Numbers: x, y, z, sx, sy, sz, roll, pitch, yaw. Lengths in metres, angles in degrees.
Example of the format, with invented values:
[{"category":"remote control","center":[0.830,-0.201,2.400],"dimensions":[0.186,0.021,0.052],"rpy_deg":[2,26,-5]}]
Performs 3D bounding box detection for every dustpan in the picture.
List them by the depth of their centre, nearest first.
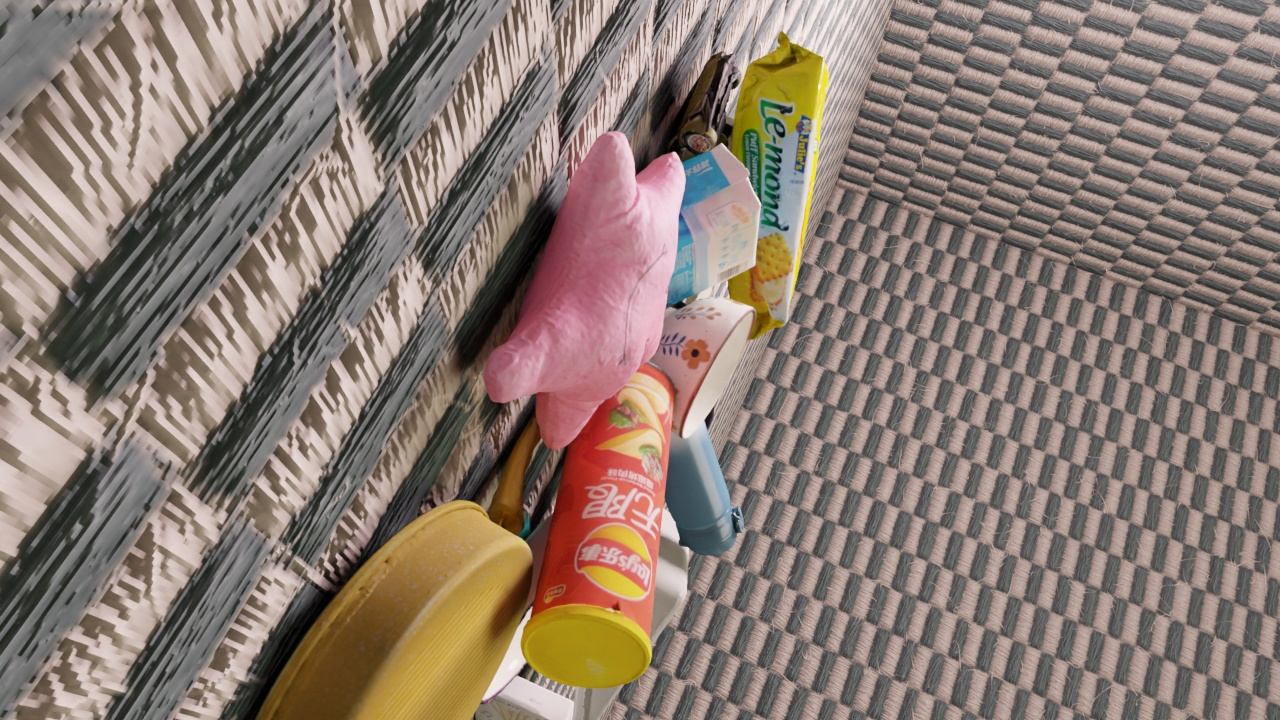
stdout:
[{"category":"dustpan","center":[-0.044,0.225,0.958],"dimensions":[0.258,0.142,0.222],"rpy_deg":[-54,-176,13]}]

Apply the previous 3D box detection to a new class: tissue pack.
[{"category":"tissue pack","center":[0.035,-0.096,0.676],"dimensions":[0.090,0.063,0.140],"rpy_deg":[-25,163,-3]}]

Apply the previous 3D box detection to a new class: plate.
[{"category":"plate","center":[-0.080,0.178,0.726],"dimensions":[0.192,0.039,0.193],"rpy_deg":[-53,168,-17]}]

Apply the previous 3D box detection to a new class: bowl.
[{"category":"bowl","center":[0.036,-0.003,0.706],"dimensions":[0.113,0.062,0.114],"rpy_deg":[-54,164,-23]}]

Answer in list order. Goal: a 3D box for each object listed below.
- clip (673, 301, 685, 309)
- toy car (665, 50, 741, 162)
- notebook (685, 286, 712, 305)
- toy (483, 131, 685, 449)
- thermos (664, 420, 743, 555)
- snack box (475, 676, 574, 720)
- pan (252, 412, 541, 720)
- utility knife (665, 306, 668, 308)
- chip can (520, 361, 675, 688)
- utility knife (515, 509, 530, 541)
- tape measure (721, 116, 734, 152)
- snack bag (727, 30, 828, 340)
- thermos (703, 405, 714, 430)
[{"category":"clip","center":[0.038,-0.039,1.028],"dimensions":[0.046,0.014,0.057],"rpy_deg":[-52,161,-53]},{"category":"toy car","center":[0.045,-0.172,0.699],"dimensions":[0.158,0.042,0.070],"rpy_deg":[102,9,-68]},{"category":"notebook","center":[0.060,-0.065,0.957],"dimensions":[0.145,0.010,0.206],"rpy_deg":[-62,176,-17]},{"category":"toy","center":[-0.019,-0.041,0.539],"dimensions":[0.194,0.075,0.178],"rpy_deg":[-66,161,-10]},{"category":"thermos","center":[0.042,0.092,0.886],"dimensions":[0.070,0.070,0.220],"rpy_deg":[-57,133,-49]},{"category":"snack box","center":[-0.107,0.332,0.836],"dimensions":[0.157,0.085,0.026],"rpy_deg":[100,14,-48]},{"category":"pan","center":[-0.103,0.120,0.537],"dimensions":[0.356,0.078,0.198],"rpy_deg":[-47,159,-47]},{"category":"utility knife","center":[-0.005,0.005,0.890],"dimensions":[0.173,0.015,0.033],"rpy_deg":[-69,164,9]},{"category":"chip can","center":[-0.018,0.091,0.575],"dimensions":[0.216,0.073,0.073],"rpy_deg":[-80,-178,-49]},{"category":"utility knife","center":[-0.096,0.149,0.724],"dimensions":[0.029,0.013,0.160],"rpy_deg":[-60,170,-27]},{"category":"tape measure","center":[0.071,-0.189,0.836],"dimensions":[0.065,0.033,0.066],"rpy_deg":[-31,142,-77]},{"category":"snack bag","center":[0.115,-0.148,0.800],"dimensions":[0.157,0.068,0.247],"rpy_deg":[-45,142,-72]},{"category":"thermos","center":[0.026,0.059,0.982],"dimensions":[0.143,0.093,0.093],"rpy_deg":[107,7,-76]}]
